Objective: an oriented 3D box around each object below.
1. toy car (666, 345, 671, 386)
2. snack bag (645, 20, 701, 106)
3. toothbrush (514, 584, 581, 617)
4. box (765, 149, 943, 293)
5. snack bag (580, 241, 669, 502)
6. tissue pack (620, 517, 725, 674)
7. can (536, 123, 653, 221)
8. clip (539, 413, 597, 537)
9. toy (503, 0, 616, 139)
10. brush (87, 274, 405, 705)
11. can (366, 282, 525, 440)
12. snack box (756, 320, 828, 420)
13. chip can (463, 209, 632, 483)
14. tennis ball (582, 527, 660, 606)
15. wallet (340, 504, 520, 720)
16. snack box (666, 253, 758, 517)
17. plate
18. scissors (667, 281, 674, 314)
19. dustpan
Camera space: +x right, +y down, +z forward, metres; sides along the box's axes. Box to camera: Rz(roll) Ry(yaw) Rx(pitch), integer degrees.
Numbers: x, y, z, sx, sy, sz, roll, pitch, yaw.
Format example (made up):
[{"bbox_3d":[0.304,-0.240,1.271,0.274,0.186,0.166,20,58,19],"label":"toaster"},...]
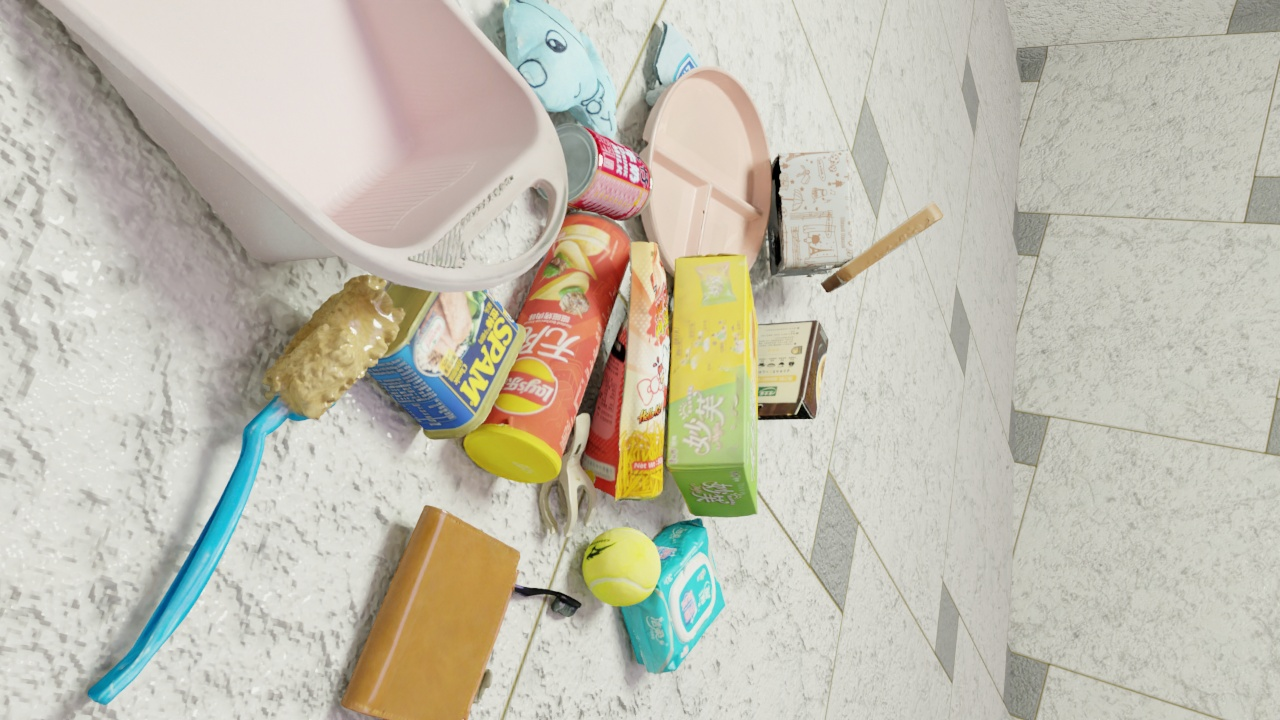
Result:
[{"bbox_3d":[0.007,0.017,0.859,0.090,0.034,0.043,-49,130,-48],"label":"toy car"},{"bbox_3d":[0.064,-0.261,0.982,0.191,0.039,0.110,43,59,-47],"label":"snack bag"},{"bbox_3d":[-0.101,0.170,0.687,0.189,0.014,0.016,36,81,-50],"label":"toothbrush"},{"bbox_3d":[0.246,-0.157,1.062,0.183,0.187,0.155,-46,131,-87],"label":"box"},{"bbox_3d":[-0.005,0.004,0.760,0.128,0.073,0.208,-52,149,-80],"label":"snack bag"},{"bbox_3d":[0.033,0.218,0.862,0.133,0.050,0.093,-36,116,-55],"label":"tissue pack"},{"bbox_3d":[-0.038,-0.155,0.772,0.093,0.067,0.066,6,81,-58],"label":"can"},{"bbox_3d":[-0.061,0.089,0.734,0.034,0.071,0.100,-20,110,-52],"label":"clip"},{"bbox_3d":[-0.065,-0.243,0.752,0.156,0.050,0.161,49,30,-34],"label":"toy"},{"bbox_3d":[-0.204,0.058,0.486,0.046,0.083,0.254,40,59,-28],"label":"brush"},{"bbox_3d":[-0.133,-0.012,0.612,0.083,0.057,0.101,54,43,-38],"label":"can"},{"bbox_3d":[0.134,0.019,0.989,0.053,0.113,0.125,49,48,-45],"label":"snack box"},{"bbox_3d":[-0.065,-0.015,0.708,0.073,0.073,0.216,52,45,-42],"label":"chip can"},{"bbox_3d":[-0.016,0.174,0.772,0.065,0.066,0.065,10,78,-58],"label":"tennis ball"},{"bbox_3d":[-0.131,0.174,0.608,0.108,0.031,0.131,43,60,-48],"label":"wallet"},{"bbox_3d":[0.073,0.027,0.868,0.158,0.070,0.209,66,24,-63],"label":"snack box"},{"bbox_3d":[0.068,-0.182,0.942,0.229,0.028,0.229,-10,103,-51],"label":"plate"},{"bbox_3d":[0.046,-0.129,0.961,0.165,0.012,0.156,-58,136,-42],"label":"scissors"},{"bbox_3d":[-0.157,-0.168,0.510,0.221,0.139,0.273,-58,135,-43],"label":"dustpan"}]
